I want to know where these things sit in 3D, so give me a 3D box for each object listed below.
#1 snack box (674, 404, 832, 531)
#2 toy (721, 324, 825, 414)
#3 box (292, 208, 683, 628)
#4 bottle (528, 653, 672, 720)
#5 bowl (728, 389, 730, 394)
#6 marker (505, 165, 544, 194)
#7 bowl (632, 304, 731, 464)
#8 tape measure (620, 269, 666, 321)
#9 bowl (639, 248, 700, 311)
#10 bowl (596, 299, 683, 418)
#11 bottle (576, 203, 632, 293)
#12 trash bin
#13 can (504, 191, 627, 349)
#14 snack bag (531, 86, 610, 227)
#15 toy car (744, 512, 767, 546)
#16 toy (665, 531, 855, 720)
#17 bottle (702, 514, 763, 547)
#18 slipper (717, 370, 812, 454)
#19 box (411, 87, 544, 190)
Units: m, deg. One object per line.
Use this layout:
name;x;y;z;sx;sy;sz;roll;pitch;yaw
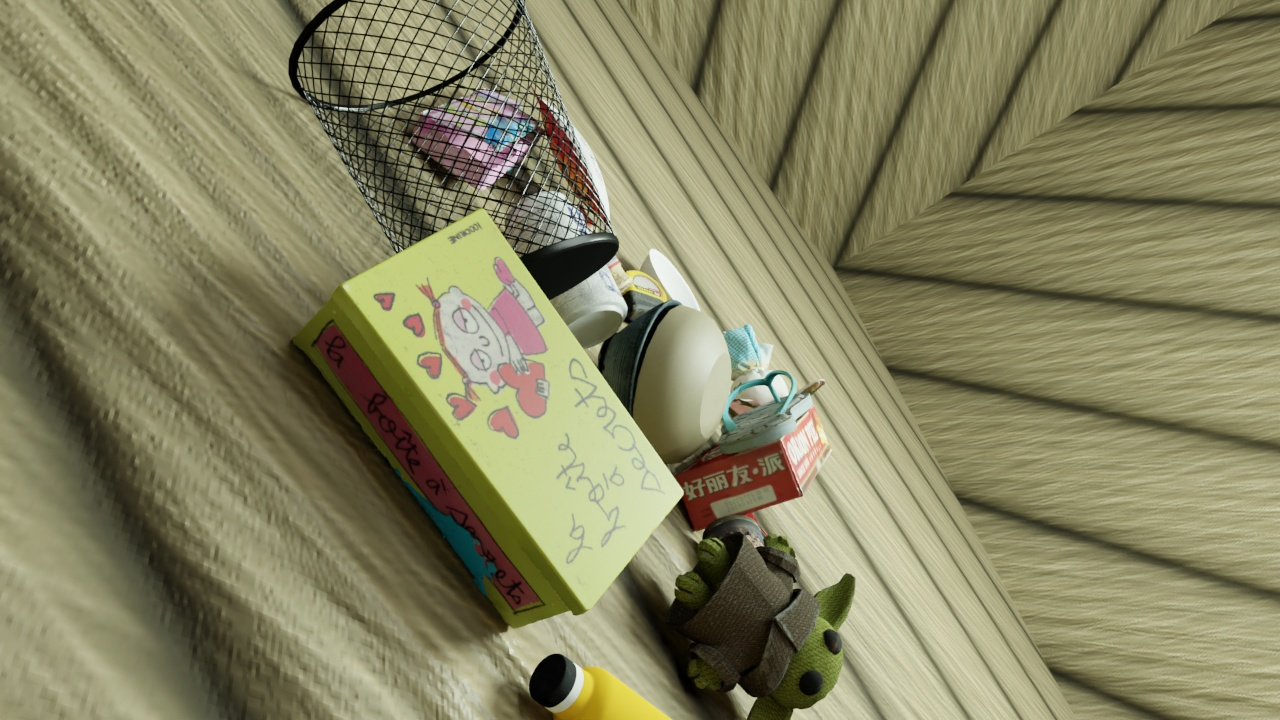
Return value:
snack box;0.125;0.107;0.957;0.060;0.113;0.236;68;19;2
toy;0.143;0.029;1.232;0.205;0.131;0.106;-124;-152;-51
box;-0.083;0.036;0.546;0.221;0.081;0.124;54;43;-3
bottle;-0.008;0.220;0.542;0.143;0.043;0.043;46;21;-29
bowl;0.041;0.011;0.998;0.113;0.063;0.113;49;20;-24
marker;-0.103;-0.175;1.022;0.140;0.016;0.016;40;24;-41
bowl;0.047;0.027;0.857;0.152;0.050;0.152;14;90;-69
tape measure;-0.002;-0.072;1.064;0.065;0.037;0.064;8;49;-44
bowl;0.029;-0.084;1.166;0.110;0.041;0.109;48;20;-24
bowl;-0.005;0.005;0.865;0.137;0.057;0.137;14;89;-69
bottle;-0.053;-0.118;1.012;0.109;0.044;0.044;55;18;-4
trash bin;-0.124;-0.145;0.672;0.210;0.184;0.183;64;19;5
can;-0.071;-0.082;0.843;0.078;0.078;0.136;23;38;-60
snack bag;-0.070;-0.215;1.000;0.144;0.039;0.131;60;0;10
toy car;0.110;0.183;0.932;0.042;0.036;0.091;49;14;-20
toy;0.092;0.205;0.714;0.153;0.078;0.178;41;61;-6
bottle;0.090;0.195;0.818;0.056;0.056;0.105;44;22;-33
slipper;0.115;0.049;0.929;0.054;0.098;0.268;68;15;0
box;-0.152;-0.233;0.915;0.084;0.053;0.230;37;21;-9
